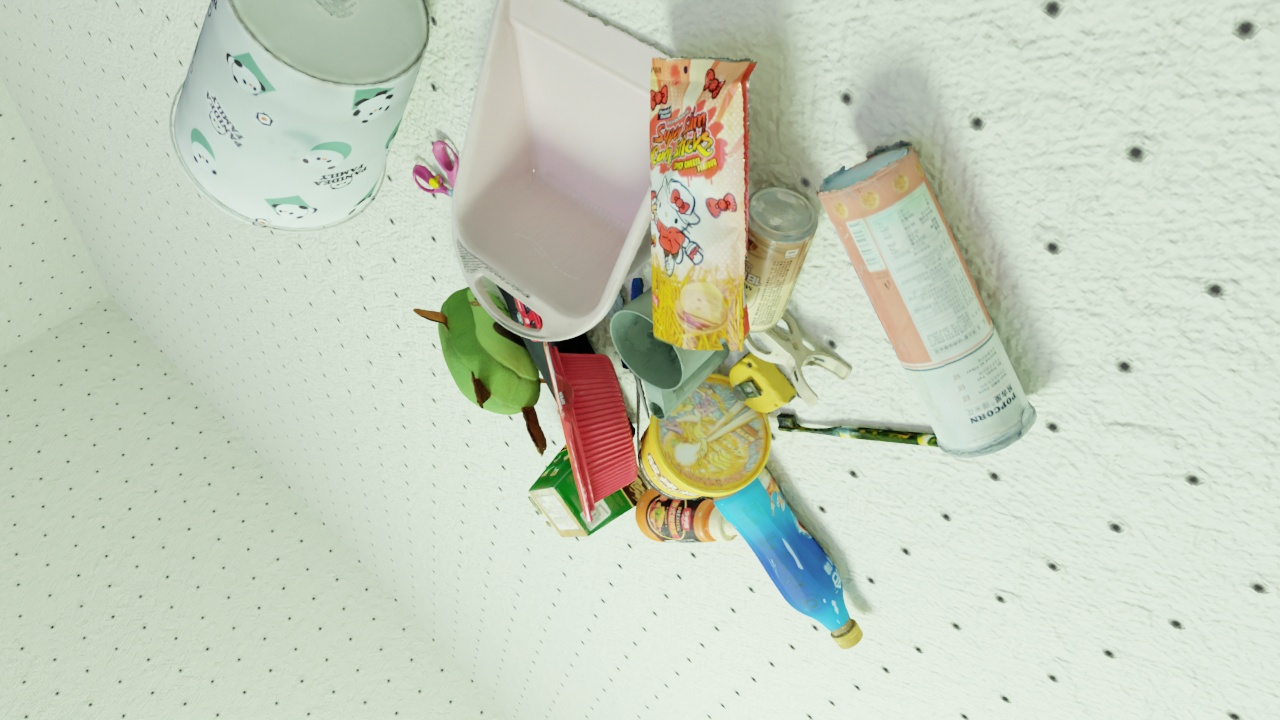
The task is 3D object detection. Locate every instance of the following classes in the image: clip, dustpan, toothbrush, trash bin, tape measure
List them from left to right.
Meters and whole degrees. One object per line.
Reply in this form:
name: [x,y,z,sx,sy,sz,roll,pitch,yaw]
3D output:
trash bin: [-0.338,-0.284,0.925,0.229,0.228,0.253,52,145,-4]
dustpan: [-0.079,-0.154,0.798,0.222,0.138,0.274,34,147,26]
tape measure: [0.109,0.023,0.856,0.060,0.028,0.057,51,150,-1]
clip: [0.129,-0.009,0.785,0.100,0.070,0.035,45,149,22]
toothbrush: [0.190,0.061,0.809,0.186,0.012,0.017,2,114,52]

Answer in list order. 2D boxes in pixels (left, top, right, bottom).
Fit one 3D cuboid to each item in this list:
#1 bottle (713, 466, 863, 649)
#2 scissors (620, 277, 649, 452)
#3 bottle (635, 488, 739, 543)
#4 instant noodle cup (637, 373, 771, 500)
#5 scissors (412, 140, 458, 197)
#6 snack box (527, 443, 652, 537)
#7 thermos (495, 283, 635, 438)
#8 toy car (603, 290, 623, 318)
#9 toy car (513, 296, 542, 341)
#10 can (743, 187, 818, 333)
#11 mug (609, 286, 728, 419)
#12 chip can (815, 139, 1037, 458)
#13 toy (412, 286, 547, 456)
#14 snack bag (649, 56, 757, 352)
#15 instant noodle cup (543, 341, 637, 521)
bottle: [0.160,0.209,0.958,0.218,0.065,0.065,55,149,-7]
scissors: [-0.005,0.001,0.912,0.162,0.012,0.176,-135,44,-75]
bottle: [0.063,0.184,1.067,0.150,0.066,0.067,-1,124,44]
instant noodle cup: [0.055,0.084,0.917,0.118,0.118,0.115,48,157,3]
scissors: [-0.213,-0.197,1.049,0.133,0.017,0.134,35,145,16]
snack box: [-0.069,0.164,1.166,0.118,0.105,0.118,54,149,-9]
thermos: [-0.087,-0.008,1.055,0.242,0.068,0.090,64,179,-20]
toy car: [-0.056,-0.072,0.963,0.091,0.034,0.043,27,146,37]
toy car: [-0.108,-0.079,0.959,0.045,0.052,0.120,10,120,65]
can: [0.098,-0.078,0.728,0.058,0.058,0.116,38,147,19]
mug: [0.040,-0.021,0.823,0.084,0.103,0.124,26,143,34]
chip can: [0.197,-0.039,0.630,0.071,0.071,0.215,-6,119,55]
toy: [-0.176,-0.005,1.076,0.227,0.090,0.246,37,-164,-44]
snack bag: [0.044,-0.115,0.676,0.129,0.073,0.208,32,130,58]
instant noodle cup: [-0.048,0.065,0.942,0.194,0.066,0.194,165,91,-85]
